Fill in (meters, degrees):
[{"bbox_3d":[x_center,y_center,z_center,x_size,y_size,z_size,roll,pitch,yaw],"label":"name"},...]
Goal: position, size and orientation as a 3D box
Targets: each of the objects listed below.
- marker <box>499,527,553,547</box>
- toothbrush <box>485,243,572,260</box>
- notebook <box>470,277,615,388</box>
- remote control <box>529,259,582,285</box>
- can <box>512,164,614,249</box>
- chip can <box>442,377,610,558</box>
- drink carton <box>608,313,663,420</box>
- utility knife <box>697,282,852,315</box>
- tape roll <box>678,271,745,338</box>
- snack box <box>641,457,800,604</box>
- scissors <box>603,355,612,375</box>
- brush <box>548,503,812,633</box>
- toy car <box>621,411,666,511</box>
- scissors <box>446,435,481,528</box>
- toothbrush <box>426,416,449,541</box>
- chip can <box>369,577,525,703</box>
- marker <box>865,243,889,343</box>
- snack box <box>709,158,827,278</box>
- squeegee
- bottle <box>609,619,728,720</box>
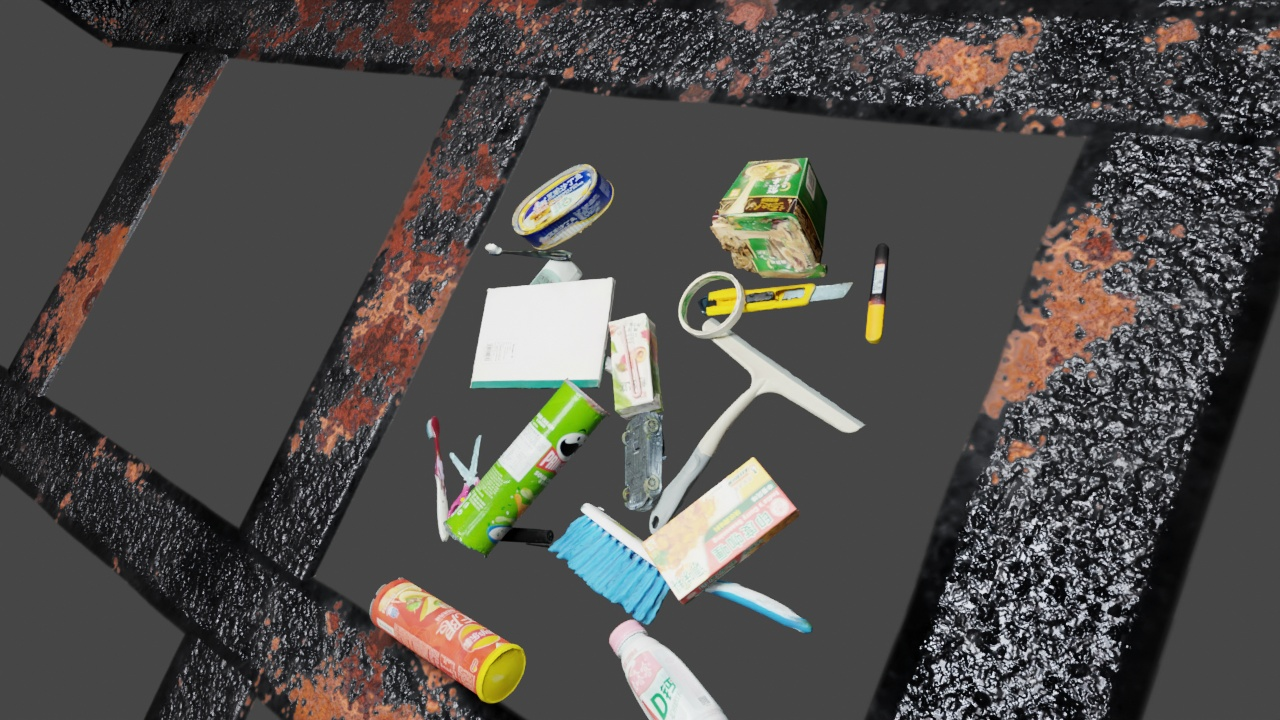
[{"bbox_3d":[-0.168,0.221,1.161,0.132,0.020,0.022,-2,78,30],"label":"marker"},{"bbox_3d":[-0.161,-0.155,1.310,0.181,0.018,0.015,10,66,41],"label":"toothbrush"},{"bbox_3d":[-0.134,-0.034,1.234,0.209,0.012,0.150,-1,72,29],"label":"notebook"},{"bbox_3d":[-0.139,-0.087,1.278,0.135,0.019,0.056,-50,52,4],"label":"remote control"},{"bbox_3d":[-0.111,-0.217,1.299,0.148,0.049,0.074,-30,56,18],"label":"can"},{"bbox_3d":[-0.141,0.132,1.135,0.236,0.072,0.072,-49,52,-3],"label":"chip can"},{"bbox_3d":[-0.007,0.007,1.131,0.054,0.045,0.122,-13,62,17],"label":"drink carton"},{"bbox_3d":[0.155,-0.077,1.092,0.197,0.015,0.033,-5,67,30],"label":"utility knife"},{"bbox_3d":[0.086,-0.067,1.113,0.086,0.014,0.085,-16,58,28],"label":"tape roll"},{"bbox_3d":[0.084,0.180,0.976,0.156,0.027,0.077,-38,57,-1],"label":"snack box"},{"bbox_3d":[-0.042,-0.004,1.186,0.174,0.014,0.140,-12,65,27],"label":"scissors"},{"bbox_3d":[0.033,0.246,1.006,0.315,0.060,0.109,31,84,35],"label":"brush"},{"bbox_3d":[0.006,0.119,1.080,0.054,0.036,0.120,-31,49,48],"label":"toy car"},{"bbox_3d":[-0.220,0.162,1.224,0.124,0.017,0.133,-7,62,31],"label":"scissors"},{"bbox_3d":[-0.279,0.161,1.259,0.017,0.016,0.187,-30,56,27],"label":"toothbrush"},{"bbox_3d":[-0.239,0.339,1.121,0.217,0.073,0.073,16,78,36],"label":"chip can"},{"bbox_3d":[0.266,-0.076,1.025,0.018,0.015,0.123,-2,66,30],"label":"marker"},{"bbox_3d":[0.163,-0.173,1.078,0.118,0.118,0.105,5,62,34],"label":"snack box"},{"bbox_3d":[0.081,0.098,1.047,0.246,0.039,0.246,39,93,38],"label":"squeegee"},{"bbox_3d":[0.035,0.351,0.949,0.068,0.068,0.197,-49,49,4],"label":"bottle"}]
